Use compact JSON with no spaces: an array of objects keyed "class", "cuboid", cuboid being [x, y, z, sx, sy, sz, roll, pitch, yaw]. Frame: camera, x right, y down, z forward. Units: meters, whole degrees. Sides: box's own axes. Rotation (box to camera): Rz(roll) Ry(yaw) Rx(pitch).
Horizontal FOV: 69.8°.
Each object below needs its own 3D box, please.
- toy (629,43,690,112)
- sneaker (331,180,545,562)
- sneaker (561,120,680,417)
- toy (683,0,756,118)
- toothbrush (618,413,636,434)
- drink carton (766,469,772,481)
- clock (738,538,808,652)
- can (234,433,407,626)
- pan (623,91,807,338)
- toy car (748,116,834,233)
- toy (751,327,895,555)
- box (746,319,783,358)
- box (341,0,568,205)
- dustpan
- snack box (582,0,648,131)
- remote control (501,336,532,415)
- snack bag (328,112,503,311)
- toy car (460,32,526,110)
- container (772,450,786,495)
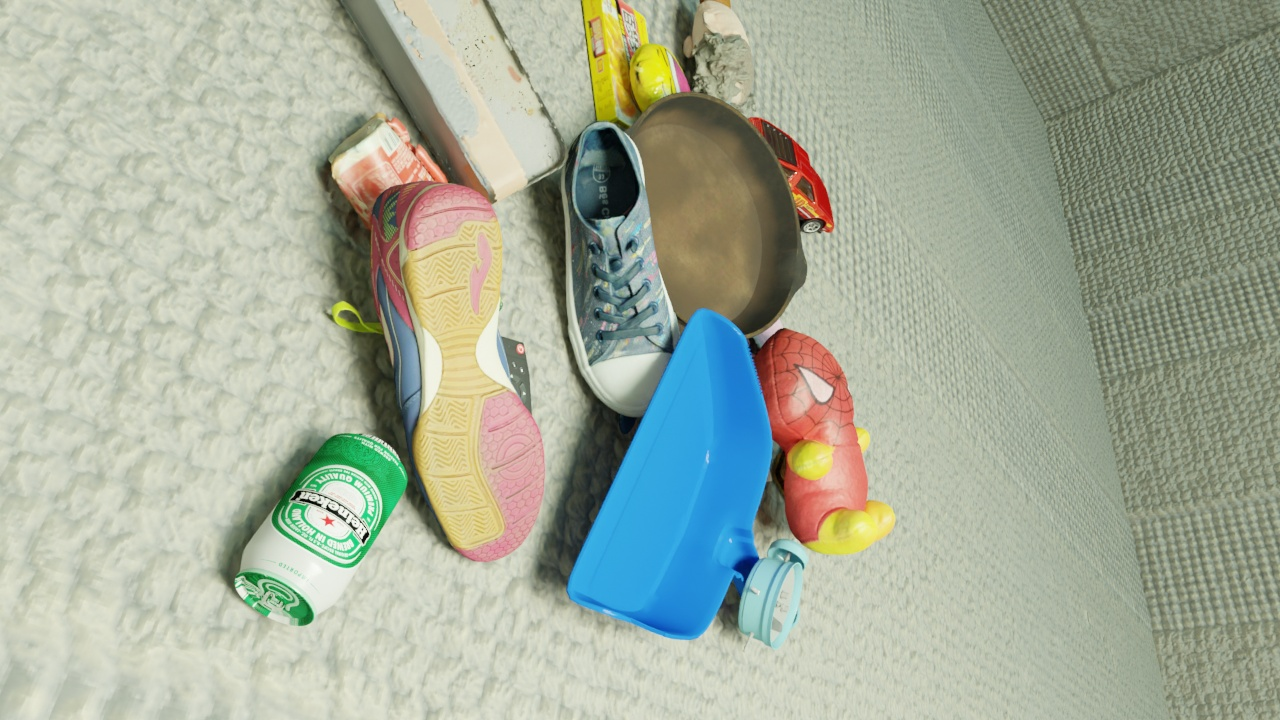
[{"class":"toy","cuboid":[0.022,-0.261,0.885,0.094,0.041,0.095,13,63,-58]},{"class":"sneaker","cuboid":[-0.117,0.008,0.578,0.116,0.091,0.242,-20,112,-41]},{"class":"sneaker","cuboid":[-0.022,-0.072,0.705,0.079,0.087,0.235,65,15,-86]},{"class":"toy","cuboid":[0.086,-0.353,1.036,0.133,0.076,0.175,61,22,-68]},{"class":"toothbrush","cuboid":[-0.005,0.005,0.785,0.021,0.016,0.132,36,46,-36]},{"class":"drink carton","cuboid":[0.096,0.086,0.875,0.122,0.039,0.069,6,69,-60]},{"class":"clock","cuboid":[0.121,0.200,0.789,0.123,0.042,0.087,-20,119,-60]},{"class":"can","cuboid":[-0.166,0.086,0.486,0.053,0.053,0.100,52,38,-25]},{"class":"pan","cuboid":[0.044,-0.069,0.818,0.248,0.043,0.355,27,65,-34]},{"class":"toy car","cuboid":[0.186,-0.224,1.129,0.189,0.056,0.081,30,48,-47]},{"class":"toy","cuboid":[0.159,0.074,0.855,0.147,0.099,0.216,17,51,-69]},{"class":"box","cuboid":[0.077,-0.097,0.923,0.233,0.046,0.097,57,37,-19]},{"class":"box","cuboid":[-0.138,-0.213,0.640,0.216,0.095,0.107,61,5,-14]},{"class":"dustpan","cuboid":[0.052,0.134,0.737,0.244,0.060,0.258,-64,152,-28]},{"class":"snack box","cuboid":[-0.017,-0.286,0.903,0.075,0.025,0.152,15,62,-51]},{"class":"remote control","cuboid":[-0.092,0.043,0.648,0.039,0.010,0.124,17,60,-50]},{"class":"snack bag","cuboid":[-0.143,-0.090,0.624,0.155,0.044,0.087,53,43,-31]},{"class":"toy car","cuboid":[-0.114,-0.208,0.718,0.092,0.042,0.036,62,8,-15]},{"class":"container","cuboid":[0.190,0.102,0.967,0.063,0.061,0.113,56,36,-19]}]
